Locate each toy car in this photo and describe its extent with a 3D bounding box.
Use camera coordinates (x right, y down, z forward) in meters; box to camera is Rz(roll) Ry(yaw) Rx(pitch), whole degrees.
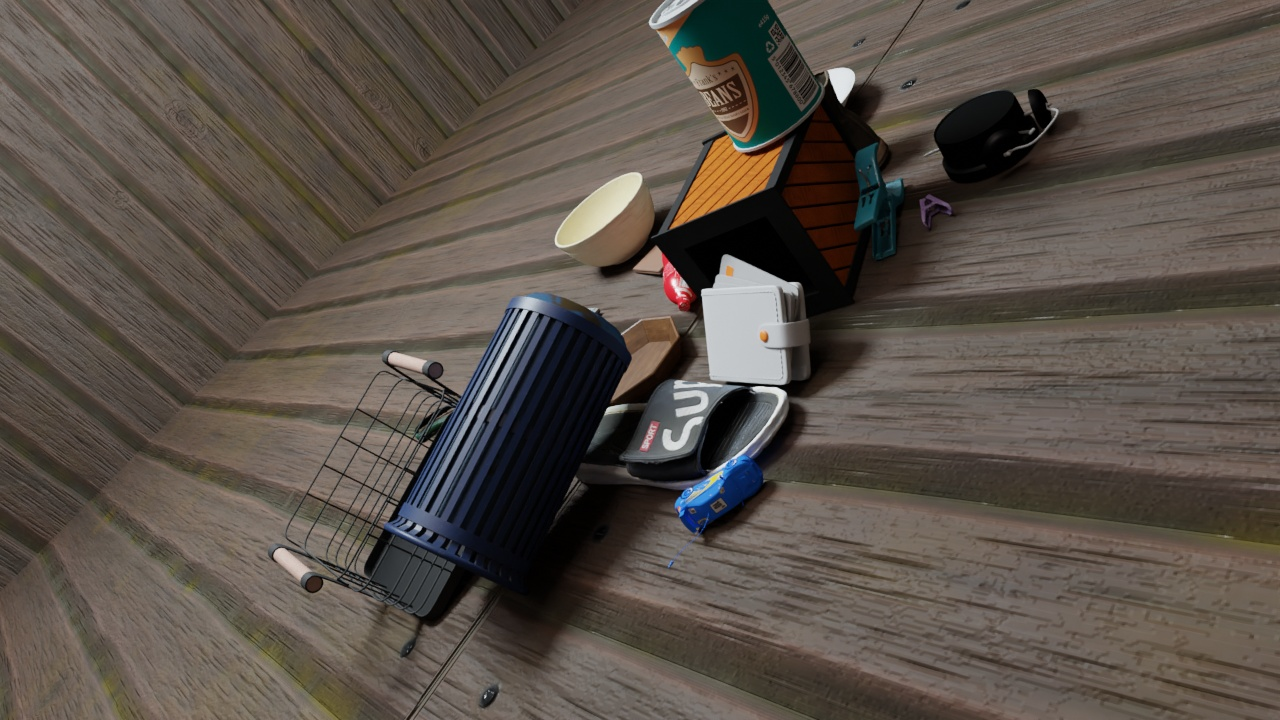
[{"bbox_3d":[0.057,0.119,0.713,0.092,0.033,0.061,-36,20,11],"label":"toy car"}]

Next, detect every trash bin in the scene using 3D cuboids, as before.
[{"bbox_3d":[0.131,-0.143,0.906,0.140,0.140,0.171,-17,34,39],"label":"trash bin"},{"bbox_3d":[-0.112,0.069,0.840,0.139,0.139,0.249,3,64,55],"label":"trash bin"}]

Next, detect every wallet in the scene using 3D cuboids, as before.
[{"bbox_3d":[0.100,-0.039,0.822,0.037,0.115,0.119,-11,8,-35],"label":"wallet"},{"bbox_3d":[0.048,-0.155,1.181,0.120,0.013,0.087,-47,22,-12],"label":"wallet"}]

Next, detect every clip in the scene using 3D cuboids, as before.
[{"bbox_3d":[0.241,-0.146,0.896,0.030,0.120,0.130,-18,57,33],"label":"clip"},{"bbox_3d":[0.272,-0.141,0.859,0.029,0.013,0.050,-32,25,15],"label":"clip"}]

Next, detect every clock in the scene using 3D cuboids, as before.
[{"bbox_3d":[0.330,-0.212,0.855,0.091,0.042,0.121,-48,27,-14],"label":"clock"}]

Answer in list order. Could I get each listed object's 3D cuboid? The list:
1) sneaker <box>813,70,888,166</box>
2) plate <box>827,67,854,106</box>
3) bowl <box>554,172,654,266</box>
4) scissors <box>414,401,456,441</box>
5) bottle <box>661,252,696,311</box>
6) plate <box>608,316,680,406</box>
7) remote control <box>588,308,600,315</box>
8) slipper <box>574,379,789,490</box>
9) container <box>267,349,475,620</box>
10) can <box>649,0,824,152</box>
[{"bbox_3d":[0.144,-0.218,1.030,0.235,0.120,0.095,-26,29,33],"label":"sneaker"},{"bbox_3d":[0.204,-0.302,1.171,0.174,0.036,0.173,-32,27,18],"label":"plate"},{"bbox_3d":[-0.037,-0.182,1.267,0.151,0.075,0.150,-32,26,18],"label":"bowl"},{"bbox_3d":[-0.245,0.088,1.199,0.206,0.015,0.201,-21,33,38],"label":"scissors"},{"bbox_3d":[0.047,-0.096,1.057,0.042,0.042,0.141,-32,28,18],"label":"bottle"},{"bbox_3d":[-0.006,0.006,0.989,0.131,0.025,0.131,-32,27,18],"label":"plate"},{"bbox_3d":[-0.101,-0.017,1.166,0.136,0.013,0.033,-52,28,-21],"label":"remote control"},{"bbox_3d":[0.015,0.061,0.838,0.265,0.063,0.111,-11,39,50],"label":"slipper"},{"bbox_3d":[-0.245,0.128,0.936,0.163,0.130,0.241,11,70,50],"label":"container"},{"bbox_3d":[0.090,-0.281,0.846,0.099,0.144,0.099,-32,27,18],"label":"can"}]
